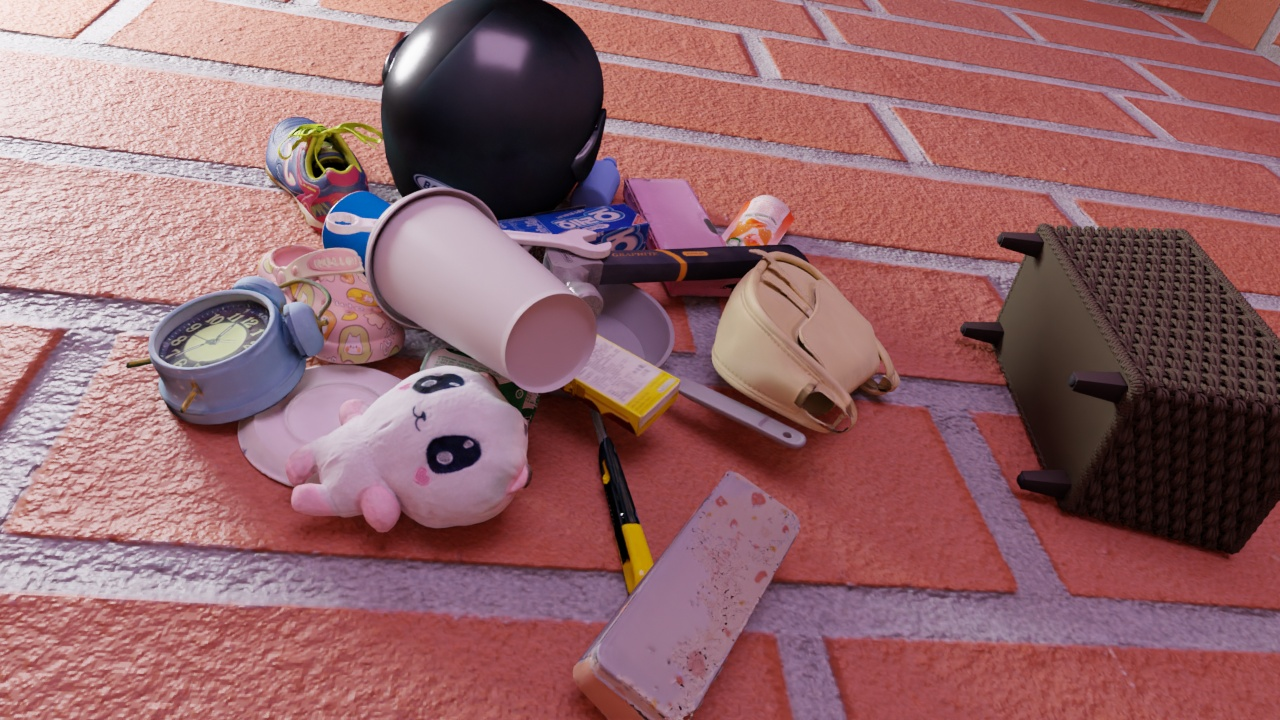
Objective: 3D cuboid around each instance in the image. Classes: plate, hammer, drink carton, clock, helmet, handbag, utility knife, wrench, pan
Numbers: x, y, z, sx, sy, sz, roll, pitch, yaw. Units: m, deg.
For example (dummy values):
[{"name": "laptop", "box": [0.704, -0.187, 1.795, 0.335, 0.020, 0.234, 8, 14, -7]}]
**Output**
[{"name": "plate", "box": [-0.252, 0.049, 0.766, 0.157, 0.014, 0.156, 8, 37, -6]}, {"name": "hammer", "box": [0.046, -0.098, 0.973, 0.312, 0.035, 0.139, -5, 37, -26]}, {"name": "drink carton", "box": [0.145, -0.161, 1.153, 0.069, 0.039, 0.121, 23, 44, 14]}, {"name": "clock", "box": [-0.331, -0.015, 0.765, 0.118, 0.060, 0.161, 25, 51, 29]}, {"name": "helmet", "box": [-0.153, -0.299, 1.051, 0.249, 0.237, 0.315, 25, 35, 0]}, {"name": "handbag", "box": [0.157, -0.022, 0.883, 0.191, 0.089, 0.232, 36, 25, 16]}, {"name": "utility knife", "box": [-0.020, 0.105, 0.754, 0.020, 0.029, 0.213, 6, 35, -20]}, {"name": "wrench", "box": [-0.161, -0.122, 0.890, 0.273, 0.009, 0.047, 2, 33, -18]}, {"name": "pan", "box": [-0.005, 0.005, 0.868, 0.357, 0.051, 0.200, 31, 40, 23]}]

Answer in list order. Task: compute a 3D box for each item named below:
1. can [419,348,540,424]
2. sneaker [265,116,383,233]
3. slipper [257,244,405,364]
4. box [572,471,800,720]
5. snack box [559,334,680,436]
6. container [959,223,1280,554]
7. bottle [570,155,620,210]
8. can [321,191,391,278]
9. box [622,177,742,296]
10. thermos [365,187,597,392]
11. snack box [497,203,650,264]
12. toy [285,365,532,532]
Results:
[{"name": "can", "box": [-0.139, 0.025, 0.797, 0.101, 0.053, 0.053, 17, 37, -1]}, {"name": "sneaker", "box": [-0.363, -0.238, 1.046, 0.116, 0.091, 0.242, -15, 44, -29]}, {"name": "slipper", "box": [-0.287, -0.072, 0.856, 0.093, 0.082, 0.197, -11, 39, -42]}, {"name": "box", "box": [0.039, 0.169, 0.651, 0.081, 0.063, 0.215, 44, 41, 2]}, {"name": "snack box", "box": [-0.042, 0.007, 0.804, 0.149, 0.026, 0.061, 29, 46, 23]}, {"name": "container", "box": [0.467, 0.005, 0.915, 0.205, 0.177, 0.320, 8, 37, -1]}, {"name": "bottle", "box": [-0.051, -0.225, 1.159, 0.048, 0.048, 0.130, 15, 37, 2]}, {"name": "can", "box": [-0.245, -0.108, 0.920, 0.146, 0.079, 0.078, 31, 40, 23]}, {"name": "box", "box": [0.046, -0.153, 1.104, 0.098, 0.037, 0.232, 1, 39, -17]}, {"name": "thermos", "box": [-0.132, -0.057, 0.764, 0.131, 0.132, 0.222, -16, 34, -33]}, {"name": "snack box", "box": [-0.099, -0.125, 1.006, 0.225, 0.060, 0.059, -15, 41, -32]}, {"name": "toy", "box": [-0.174, 0.072, 0.695, 0.179, 0.102, 0.138, -11, 54, -17]}]
